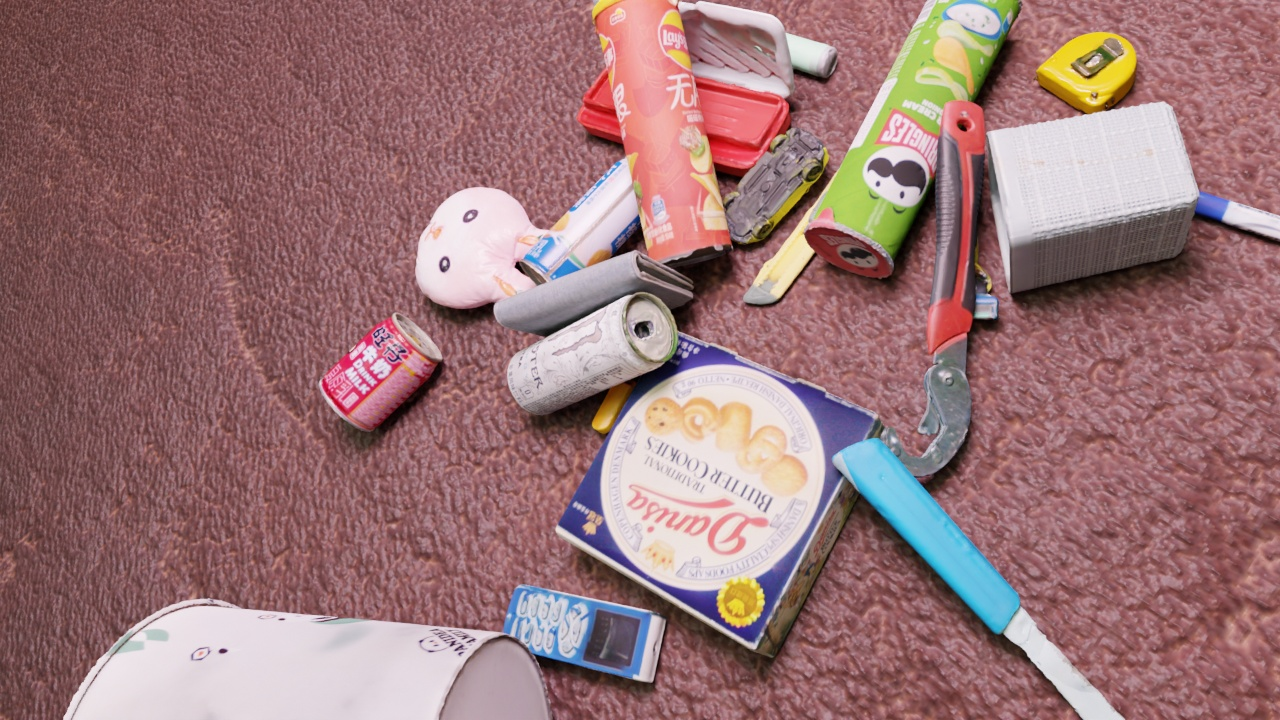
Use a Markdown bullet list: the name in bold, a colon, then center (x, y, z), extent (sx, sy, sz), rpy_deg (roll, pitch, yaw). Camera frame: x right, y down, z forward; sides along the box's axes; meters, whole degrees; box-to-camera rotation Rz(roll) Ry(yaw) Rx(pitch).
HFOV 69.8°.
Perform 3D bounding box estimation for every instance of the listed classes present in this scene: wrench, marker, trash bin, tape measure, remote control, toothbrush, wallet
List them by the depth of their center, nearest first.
- **marker**: center (0.418, -0.079, 0.579), extent (0.146, 0.017, 0.017), rpy_deg (30, 84, 32)
- **trash bin**: center (-0.208, 0.278, 0.620), extent (0.252, 0.229, 0.229), rpy_deg (-5, 66, 17)
- **wrench**: center (0.211, -0.053, 0.634), extent (0.056, 0.016, 0.273), rpy_deg (12, 80, -4)
- **tape measure**: center (0.331, -0.214, 0.672), extent (0.057, 0.029, 0.060), rpy_deg (-41, 58, 4)
- **remote control**: center (-0.043, 0.200, 0.679), extent (0.125, 0.024, 0.049), rpy_deg (4, 71, 28)
- **wallet**: center (-0.034, -0.050, 0.731), extent (0.130, 0.106, 0.037), rpy_deg (-18, 74, 27)
- **marker**: center (-0.004, 0.004, 0.751), extent (0.018, 0.015, 0.123), rpy_deg (19, 76, 37)
- **toothbrush**: center (0.080, -0.299, 0.831), extent (0.224, 0.027, 0.026), rpy_deg (32, 122, 33)

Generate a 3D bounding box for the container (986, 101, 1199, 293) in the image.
- **container**: center (0.296, -0.108, 0.610), extent (0.112, 0.090, 0.089), rpy_deg (-9, 66, 19)

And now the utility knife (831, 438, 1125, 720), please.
- **utility knife**: center (0.209, 0.139, 0.565), extent (0.034, 0.018, 0.234), rpy_deg (-39, 70, -3)

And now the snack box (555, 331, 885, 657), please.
- **snack box**: center (0.056, 0.089, 0.666), extent (0.178, 0.046, 0.182), rpy_deg (24, 80, 32)

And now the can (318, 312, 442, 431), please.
- **can**: center (-0.233, 0.010, 0.828), extent (0.094, 0.066, 0.066), rpy_deg (-43, 57, 4)

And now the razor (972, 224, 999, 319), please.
- **razor**: center (0.238, -0.093, 0.669), extent (0.043, 0.022, 0.142), rpy_deg (0, 71, 20)

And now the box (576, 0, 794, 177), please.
- **box**: center (0.029, -0.244, 0.789), extent (0.201, 0.100, 0.110), rpy_deg (24, 77, 32)

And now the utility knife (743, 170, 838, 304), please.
- **utility knife**: center (0.150, -0.124, 0.733), extent (0.031, 0.021, 0.201), rpy_deg (34, 82, 27)

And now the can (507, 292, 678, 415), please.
- **can**: center (-0.040, -0.003, 0.714), extent (0.147, 0.058, 0.058), rpy_deg (-24, 57, 43)

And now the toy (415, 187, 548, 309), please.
- **toy**: center (-0.135, -0.097, 0.837), extent (0.159, 0.054, 0.121), rpy_deg (20, 79, 23)

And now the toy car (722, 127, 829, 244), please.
- **toy car**: center (0.109, -0.139, 0.747), extent (0.105, 0.032, 0.048), rpy_deg (-49, 57, 14)

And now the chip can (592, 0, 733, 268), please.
- **chip can**: center (0.018, -0.184, 0.738), extent (0.073, 0.073, 0.216), rpy_deg (-12, 91, 21)

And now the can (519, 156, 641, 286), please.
- **can**: center (-0.039, -0.113, 0.784), extent (0.053, 0.053, 0.134), rpy_deg (36, 78, 33)

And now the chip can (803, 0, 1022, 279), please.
- **chip can**: center (0.206, -0.181, 0.693), extent (0.072, 0.072, 0.235), rpy_deg (23, 80, 31)
